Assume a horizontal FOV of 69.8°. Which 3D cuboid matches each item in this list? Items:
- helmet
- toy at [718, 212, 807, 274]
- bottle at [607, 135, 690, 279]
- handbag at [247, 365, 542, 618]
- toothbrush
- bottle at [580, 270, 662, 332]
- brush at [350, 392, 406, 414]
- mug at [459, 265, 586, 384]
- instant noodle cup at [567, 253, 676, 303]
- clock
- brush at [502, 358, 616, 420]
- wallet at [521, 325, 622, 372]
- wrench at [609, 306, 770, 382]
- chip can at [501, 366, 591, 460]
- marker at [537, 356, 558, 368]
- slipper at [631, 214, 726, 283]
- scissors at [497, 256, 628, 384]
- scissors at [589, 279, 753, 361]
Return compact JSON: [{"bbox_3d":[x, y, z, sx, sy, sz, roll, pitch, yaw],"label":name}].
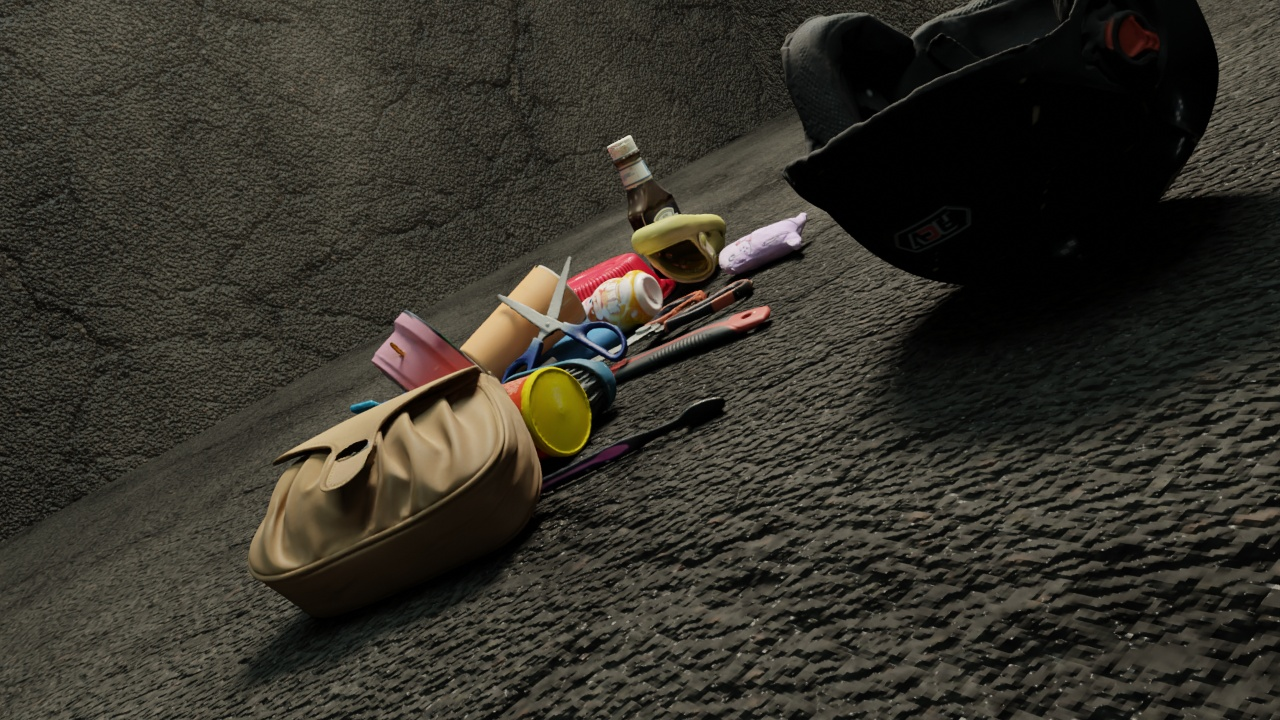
[{"bbox_3d":[0.219,-0.157,0.571,0.274,0.230,0.234,-46,12,-29],"label":"helmet"},{"bbox_3d":[0.136,-0.126,1.032,0.108,0.039,0.083,-20,23,24],"label":"toy"},{"bbox_3d":[0.014,-0.204,1.228,0.044,0.195,0.079,-14,18,44],"label":"bottle"},{"bbox_3d":[-0.173,0.085,0.637,0.205,0.100,0.147,-25,38,10],"label":"handbag"},{"bbox_3d":[-0.026,0.068,0.653,0.189,0.014,0.017,-26,3,6],"label":"toothbrush"},{"bbox_3d":[-0.030,-0.061,1.053,0.109,0.063,0.063,-18,15,32],"label":"bottle"},{"bbox_3d":[-0.253,0.043,1.019,0.083,0.046,0.254,-14,1,9],"label":"brush"},{"bbox_3d":[-0.126,-0.031,0.959,0.122,0.078,0.078,-44,18,-17],"label":"mug"},{"bbox_3d":[-0.053,-0.082,1.179,0.194,0.066,0.193,-25,14,6],"label":"instant noodle cup"},{"bbox_3d":[-0.200,0.014,0.880,0.059,0.117,0.159,-51,7,-11],"label":"clock"},{"bbox_3d":[-0.073,0.028,0.808,0.144,0.055,0.073,-15,18,44],"label":"brush"},{"bbox_3d":[-0.095,0.002,1.001,0.132,0.040,0.107,-35,19,-31],"label":"wallet"},{"bbox_3d":[-0.005,0.005,0.851,0.274,0.016,0.056,-23,17,20],"label":"wrench"},{"bbox_3d":[-0.144,0.065,0.767,0.217,0.073,0.073,-17,16,35],"label":"chip can"},{"bbox_3d":[-0.132,0.043,0.911,0.132,0.020,0.022,-38,14,-9],"label":"marker"},{"bbox_3d":[0.052,-0.133,1.130,0.092,0.081,0.190,-17,-2,23],"label":"slipper"},{"bbox_3d":[-0.083,-0.027,0.892,0.163,0.012,0.172,6,67,26],"label":"scissors"},{"bbox_3d":[0.019,-0.036,0.941,0.196,0.015,0.215,-20,12,21],"label":"scissors"}]
